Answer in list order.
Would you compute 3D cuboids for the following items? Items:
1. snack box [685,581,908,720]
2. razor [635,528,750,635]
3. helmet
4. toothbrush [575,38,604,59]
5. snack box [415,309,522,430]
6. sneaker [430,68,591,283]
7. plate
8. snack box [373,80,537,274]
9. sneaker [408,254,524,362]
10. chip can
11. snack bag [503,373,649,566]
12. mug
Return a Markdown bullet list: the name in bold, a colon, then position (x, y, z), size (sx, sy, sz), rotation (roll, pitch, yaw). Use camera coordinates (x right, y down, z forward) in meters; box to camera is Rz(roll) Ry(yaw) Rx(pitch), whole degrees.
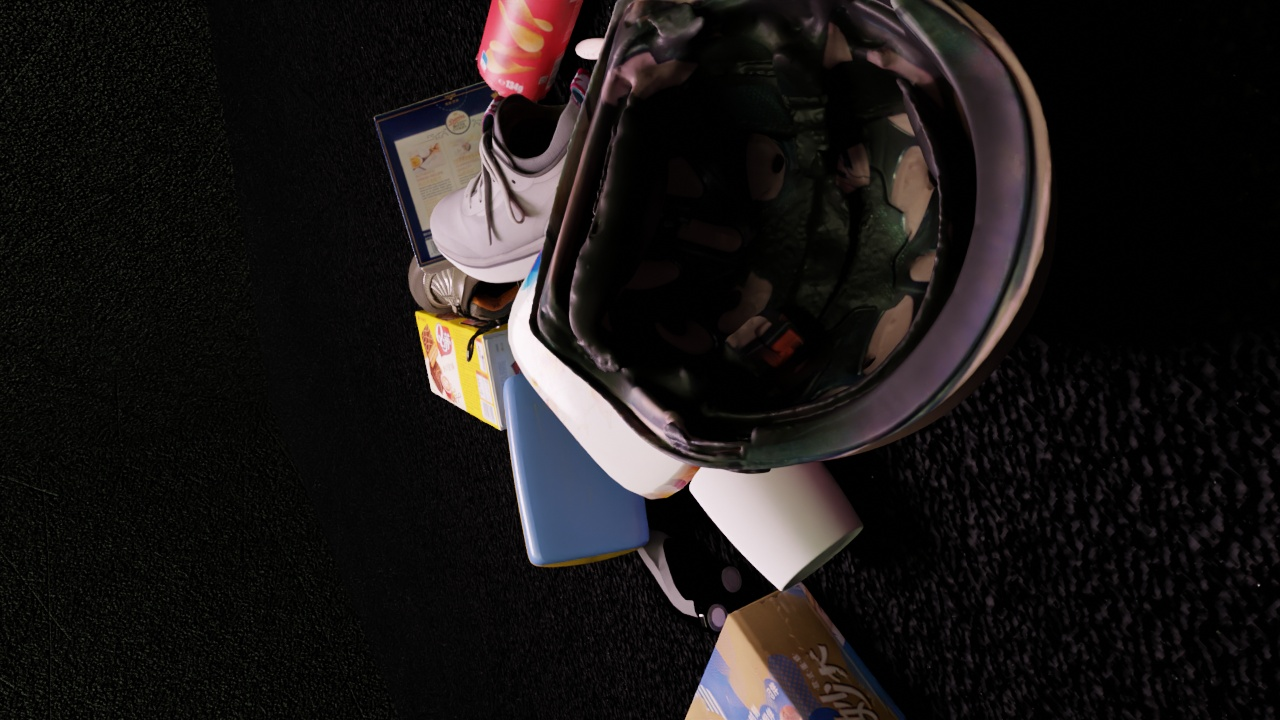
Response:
- **snack box**: position (0.110, 0.287, 0.673), size (0.155, 0.069, 0.203), rotation (53, 146, 35)
- **razor**: position (0.036, 0.183, 0.778), size (0.156, 0.057, 0.060), rotation (18, 88, 57)
- **helmet**: position (0.078, -0.059, 0.438), size (0.256, 0.152, 0.230), rotation (10, 88, 41)
- **toothbrush**: position (-0.006, -0.228, 0.666), size (0.181, 0.018, 0.016), rotation (26, 126, 55)
- **snack box**: position (-0.191, -0.001, 1.074), size (0.230, 0.061, 0.110), rotation (17, 119, 57)
- **sneaker**: position (-0.090, -0.135, 0.682), size (0.264, 0.096, 0.129), rotation (-3, 139, 43)
- **plate**: position (-0.011, -0.015, 0.601), size (0.187, 0.016, 0.187), rotation (48, 127, 18)
- **snack box**: position (-0.147, -0.167, 0.821), size (0.042, 0.144, 0.145), rotation (75, 177, -86)
- **sneaker**: position (-0.156, -0.067, 0.939), size (0.239, 0.100, 0.143), rotation (-31, 71, 55)
- **chip can**: position (-0.069, -0.297, 0.687), size (0.073, 0.073, 0.234), rotation (65, 152, 16)
- **snack bag**: position (-0.057, 0.099, 0.810), size (0.205, 0.102, 0.159), rotation (106, 154, -76)
- **mug**: position (0.093, 0.099, 0.612), size (0.087, 0.081, 0.114), rotation (52, 178, 22)
